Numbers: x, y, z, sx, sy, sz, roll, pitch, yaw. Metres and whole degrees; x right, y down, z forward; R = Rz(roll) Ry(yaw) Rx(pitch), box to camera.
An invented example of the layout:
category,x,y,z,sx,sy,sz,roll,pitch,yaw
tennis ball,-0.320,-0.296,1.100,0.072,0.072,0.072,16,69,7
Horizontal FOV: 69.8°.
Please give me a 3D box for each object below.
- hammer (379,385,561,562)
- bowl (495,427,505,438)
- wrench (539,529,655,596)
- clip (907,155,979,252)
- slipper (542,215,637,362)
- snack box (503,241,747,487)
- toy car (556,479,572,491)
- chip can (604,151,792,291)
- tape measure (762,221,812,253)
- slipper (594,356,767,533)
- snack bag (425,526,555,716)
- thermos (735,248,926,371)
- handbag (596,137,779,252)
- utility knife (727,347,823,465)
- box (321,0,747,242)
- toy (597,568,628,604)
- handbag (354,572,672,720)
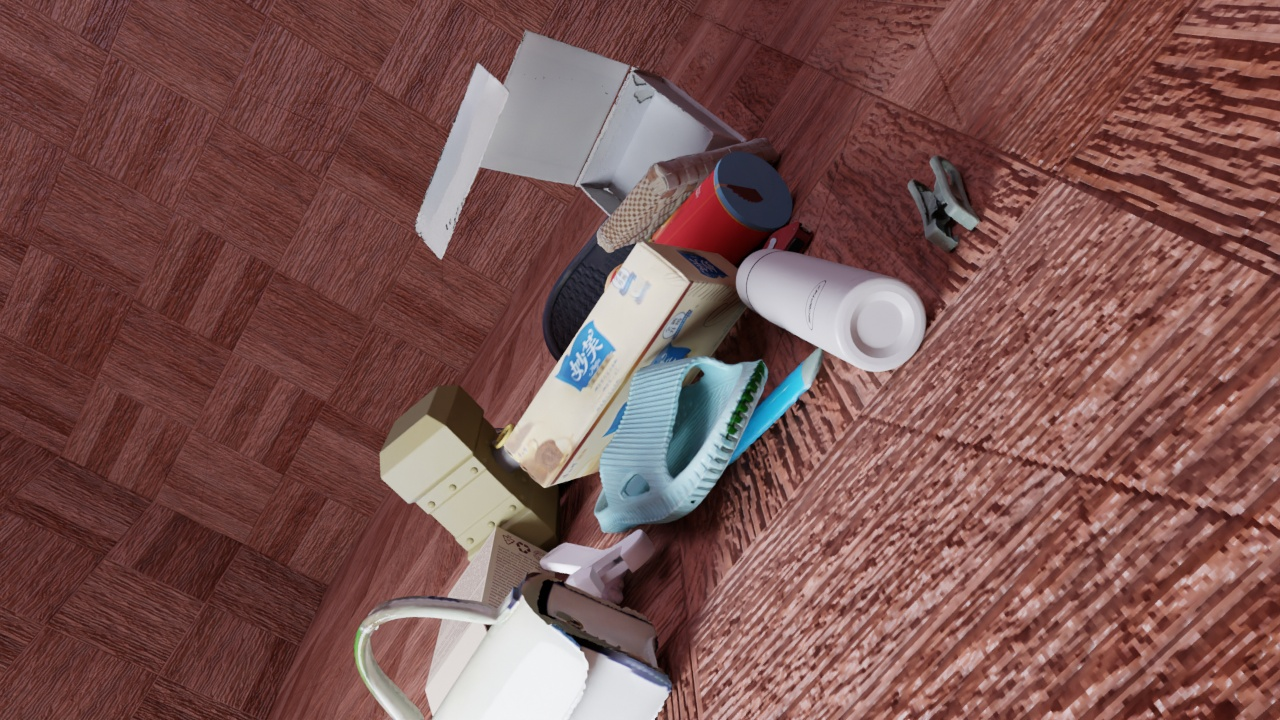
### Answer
category,x,y,z,sx,sy,sz,roll,pitch,yaw
hammer,-0.075,0.051,0.911,0.325,0.190,0.100,-38,18,11
bowl,-0.156,0.135,1.096,0.061,0.112,0.112,-10,46,41
wrench,-0.049,0.165,0.758,0.066,0.018,0.274,-34,0,-18
clip,0.178,-0.094,0.544,0.043,0.023,0.075,-49,19,33
slipper,-0.046,-0.100,1.182,0.267,0.110,0.083,-61,10,-21
snack box,-0.005,0.004,0.761,0.208,0.055,0.153,-55,-20,18
toy car,-0.107,0.140,1.038,0.112,0.034,0.046,-52,15,29
chip can,0.050,-0.107,0.893,0.214,0.087,0.086,-41,23,50
tape measure,0.114,-0.087,0.760,0.051,0.019,0.059,-62,14,-13
slipper,0.006,0.066,0.678,0.115,0.069,0.277,-66,9,-25
snack bag,-0.133,0.252,0.818,0.094,0.070,0.206,-55,14,17
thermos,0.112,-0.041,0.600,0.052,0.052,0.224,-58,14,5
handbag,0.045,-0.172,0.941,0.185,0.047,0.124,-23,-11,-41
utility knife,0.063,0.061,0.641,0.207,0.015,0.031,-48,15,39
box,-0.143,-0.330,1.101,0.167,0.528,0.233,-61,8,25
toy,-0.046,0.200,0.674,0.125,0.037,0.076,-42,-4,-40
handbag,-0.089,0.200,0.545,0.151,0.176,0.074,-56,15,11
